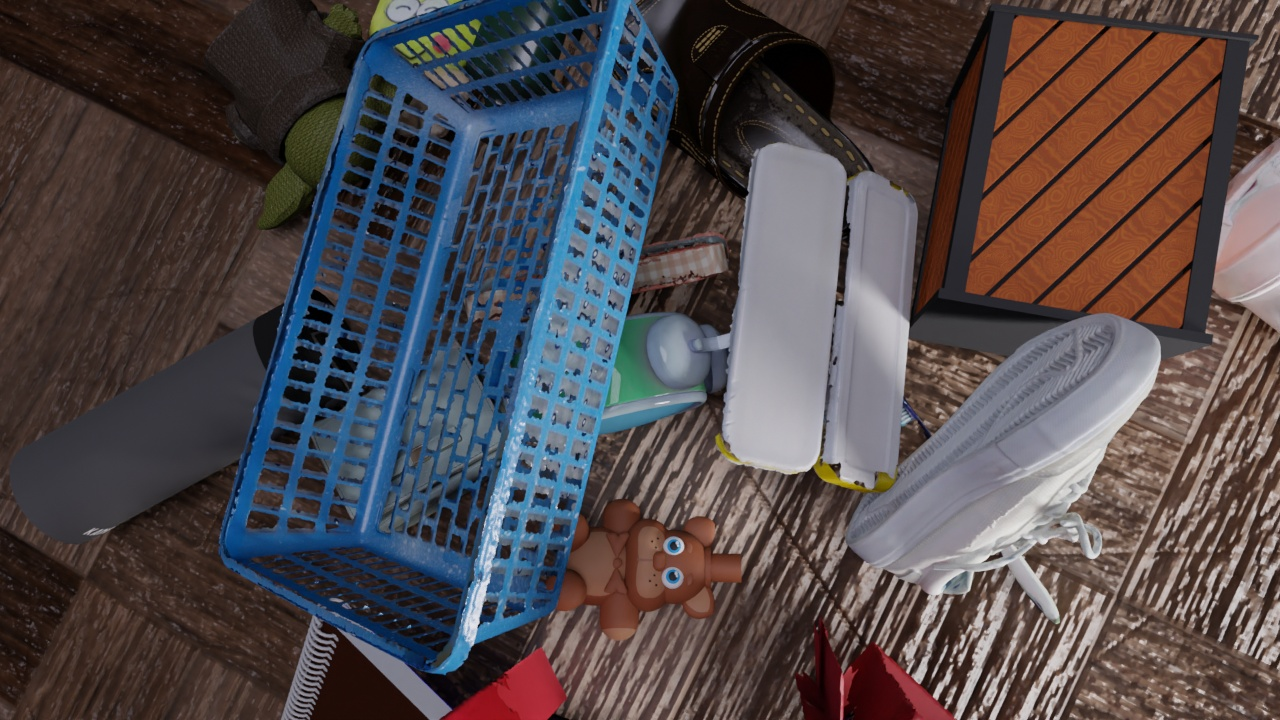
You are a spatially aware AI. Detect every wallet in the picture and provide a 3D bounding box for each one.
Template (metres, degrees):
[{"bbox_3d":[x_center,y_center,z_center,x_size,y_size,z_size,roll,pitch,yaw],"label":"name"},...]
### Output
[{"bbox_3d":[-0.156,0.056,0.652,0.131,0.054,0.100,-32,89,-1],"label":"wallet"}]

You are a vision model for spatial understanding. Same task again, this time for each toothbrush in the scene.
[{"bbox_3d":[0.218,0.094,0.612,0.017,0.016,0.189,-37,79,12],"label":"toothbrush"}]

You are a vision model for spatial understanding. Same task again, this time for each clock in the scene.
[{"bbox_3d":[-0.003,0.004,0.597,0.162,0.121,0.075,-16,82,18],"label":"clock"}]

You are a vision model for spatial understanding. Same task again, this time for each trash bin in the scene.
[{"bbox_3d":[0.257,-0.096,0.566,0.140,0.139,0.171,11,84,9],"label":"trash bin"}]

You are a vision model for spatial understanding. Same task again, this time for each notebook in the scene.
[{"bbox_3d":[-0.157,0.258,0.577,0.171,0.022,0.210,40,132,11],"label":"notebook"}]

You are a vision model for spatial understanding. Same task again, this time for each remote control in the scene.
[{"bbox_3d":[-0.018,0.259,0.618,0.136,0.032,0.015,16,74,11],"label":"remote control"}]

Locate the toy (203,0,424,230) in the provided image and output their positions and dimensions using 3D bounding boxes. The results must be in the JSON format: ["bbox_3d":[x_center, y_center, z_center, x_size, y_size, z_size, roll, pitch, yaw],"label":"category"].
[{"bbox_3d":[-0.250,-0.197,0.684,0.180,0.078,0.152,-37,85,19],"label":"toy"}]

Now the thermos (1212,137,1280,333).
[{"bbox_3d":[0.440,-0.029,0.557,0.220,0.099,0.099,44,90,7],"label":"thermos"}]

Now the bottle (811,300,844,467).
[{"bbox_3d":[0.126,0.017,0.614,0.056,0.056,0.105,-8,82,7],"label":"bottle"}]

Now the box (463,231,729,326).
[{"bbox_3d":[-0.028,-0.056,0.641,0.187,0.082,0.042,-10,96,5],"label":"box"}]

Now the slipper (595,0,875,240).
[{"bbox_3d":[0.062,-0.192,0.640,0.113,0.076,0.268,-40,79,1],"label":"slipper"}]

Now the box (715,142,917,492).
[{"bbox_3d":[0.115,-0.028,0.571,0.129,0.036,0.209,15,74,-21],"label":"box"}]

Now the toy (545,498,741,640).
[{"bbox_3d":[0.003,0.138,0.613,0.128,0.065,0.094,0,69,5],"label":"toy"}]

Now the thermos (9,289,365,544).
[{"bbox_3d":[-0.321,0.041,0.664,0.240,0.082,0.082,-28,80,4],"label":"thermos"}]

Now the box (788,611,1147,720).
[{"bbox_3d":[0.165,0.227,0.501,0.164,0.214,0.153,-4,81,6],"label":"box"}]

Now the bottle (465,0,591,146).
[{"bbox_3d":[-0.088,-0.221,0.673,0.061,0.061,0.131,20,86,13],"label":"bottle"}]

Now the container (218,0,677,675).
[{"bbox_3d":[-0.109,-0.029,0.541,0.258,0.089,0.362,6,79,43],"label":"container"}]

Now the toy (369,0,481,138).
[{"bbox_3d":[-0.162,-0.226,0.694,0.092,0.046,0.115,5,92,10],"label":"toy"}]

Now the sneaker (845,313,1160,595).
[{"bbox_3d":[0.218,0.068,0.526,0.091,0.243,0.089,33,49,2],"label":"sneaker"}]
